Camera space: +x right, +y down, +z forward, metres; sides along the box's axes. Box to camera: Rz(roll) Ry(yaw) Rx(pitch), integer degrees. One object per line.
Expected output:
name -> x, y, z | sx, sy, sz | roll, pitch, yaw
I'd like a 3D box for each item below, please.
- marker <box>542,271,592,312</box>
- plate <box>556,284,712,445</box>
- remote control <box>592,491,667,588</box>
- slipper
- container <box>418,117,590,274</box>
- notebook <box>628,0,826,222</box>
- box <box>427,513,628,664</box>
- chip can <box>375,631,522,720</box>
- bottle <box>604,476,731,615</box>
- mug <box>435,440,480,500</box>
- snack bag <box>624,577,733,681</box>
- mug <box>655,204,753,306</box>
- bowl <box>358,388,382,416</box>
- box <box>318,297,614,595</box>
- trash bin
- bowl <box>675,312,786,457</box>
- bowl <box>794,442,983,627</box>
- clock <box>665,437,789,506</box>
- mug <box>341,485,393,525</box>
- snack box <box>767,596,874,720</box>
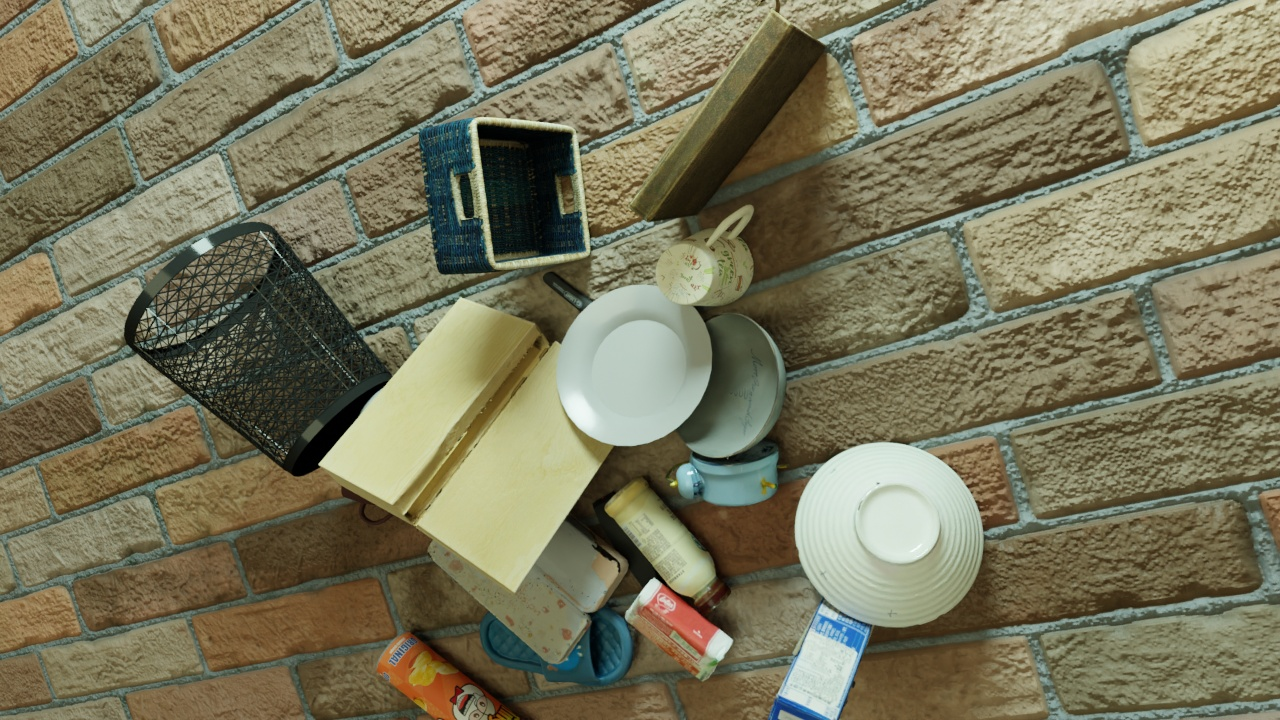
marker -> -0.061, -0.060, 1.021 | 0.123, 0.015, 0.018 | 38, 113, 15
plate -> -0.006, 0.006, 0.960 | 0.173, 0.019, 0.172 | -6, 73, 20
remote control -> -0.012, 0.211, 1.052 | 0.039, 0.010, 0.124 | -33, 86, 26
slipper -> -0.105, 0.342, 1.093 | 0.214, 0.059, 0.104 | -5, 100, 26
container -> -0.134, -0.166, 0.938 | 0.071, 0.187, 0.145 | -2, 99, 28
notebook -> 0.075, -0.218, 0.834 | 0.034, 0.189, 0.216 | 43, 112, 9
box -> -0.134, 0.231, 1.072 | 0.216, 0.042, 0.149 | 36, 101, 19
chip can -> -0.237, 0.432, 1.166 | 0.210, 0.062, 0.062 | 32, 111, 16
bottle -> 0.032, 0.204, 1.006 | 0.162, 0.056, 0.057 | 48, 114, 9
mug -> -0.188, 0.147, 1.037 | 0.112, 0.085, 0.104 | -22, 68, 18
snack bag -> 0.041, 0.297, 1.014 | 0.116, 0.036, 0.077 | 36, 143, 12
mug -> 0.072, -0.104, 0.906 | 0.081, 0.097, 0.122 | 45, 114, 10
bowl -> -0.271, 0.088, 1.092 | 0.064, 0.131, 0.132 | -11, 97, 64
box -> -0.167, 0.077, 0.981 | 0.261, 0.097, 0.246 | 30, 67, 12
trash bin -> -0.439, -0.003, 1.105 | 0.243, 0.216, 0.217 | 44, 114, 4
bowl -> 0.098, 0.028, 0.928 | 0.151, 0.056, 0.150 | -16, 68, 46
bowl -> 0.234, 0.155, 0.852 | 0.177, 0.071, 0.177 | -2, 71, 7
clock -> 0.086, 0.113, 0.947 | 0.125, 0.088, 0.052 | -2, 105, 22
mug -> -0.314, 0.156, 1.141 | 0.088, 0.087, 0.114 | 20, 103, 1
snack box -> 0.179, 0.274, 0.858 | 0.059, 0.225, 0.059 | 21, 116, 18
